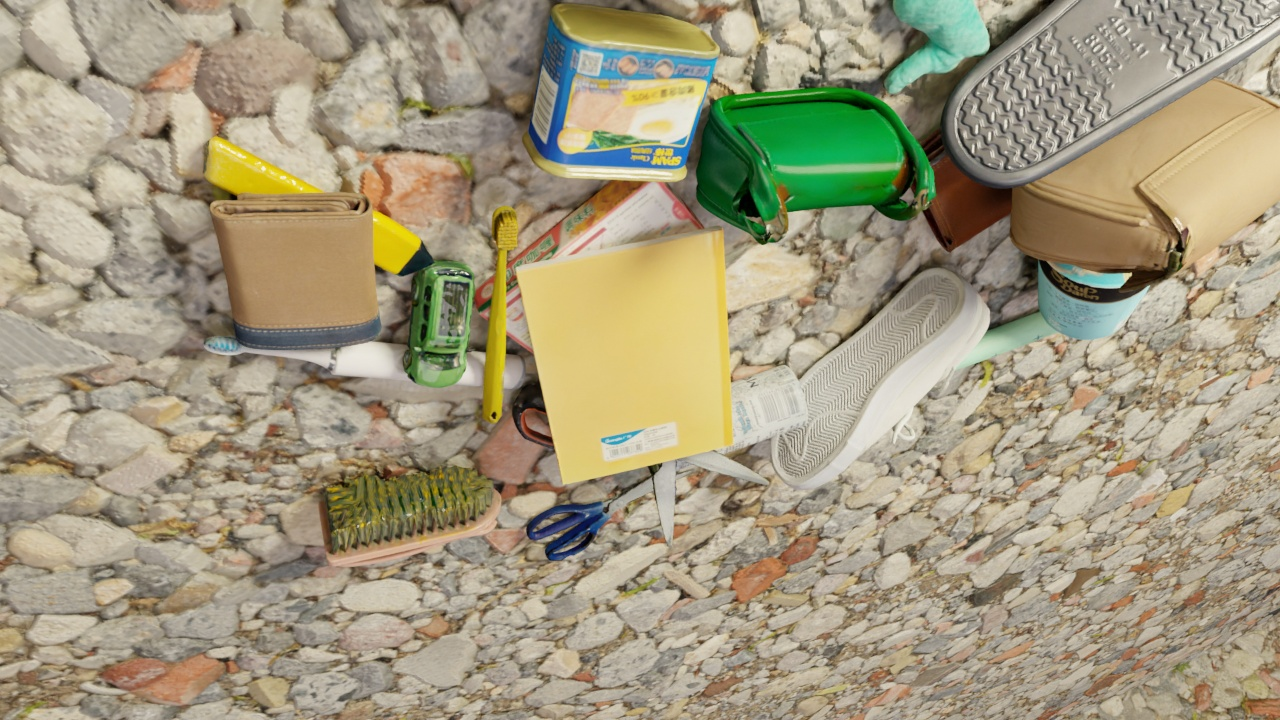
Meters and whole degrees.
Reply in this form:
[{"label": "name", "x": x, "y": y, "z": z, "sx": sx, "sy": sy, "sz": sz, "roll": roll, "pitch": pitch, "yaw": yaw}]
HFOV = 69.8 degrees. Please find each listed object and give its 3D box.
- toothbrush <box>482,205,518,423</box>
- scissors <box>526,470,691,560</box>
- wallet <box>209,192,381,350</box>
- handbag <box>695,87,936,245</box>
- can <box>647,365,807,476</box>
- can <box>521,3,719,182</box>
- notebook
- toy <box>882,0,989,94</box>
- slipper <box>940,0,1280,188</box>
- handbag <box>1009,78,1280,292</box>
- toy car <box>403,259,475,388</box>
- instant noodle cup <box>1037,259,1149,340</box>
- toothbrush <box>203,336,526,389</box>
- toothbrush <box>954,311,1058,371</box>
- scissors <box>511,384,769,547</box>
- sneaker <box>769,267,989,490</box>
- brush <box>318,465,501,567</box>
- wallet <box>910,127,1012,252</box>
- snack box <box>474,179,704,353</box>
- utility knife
[{"label": "toothbrush", "x": -0.097, "y": -0.023, "z": 0.631, "sx": 0.015, "sy": 0.016, "sz": 0.191, "roll": -6, "pitch": 136, "yaw": -19}, {"label": "scissors", "x": -0.028, "y": 0.148, "z": 0.896, "sx": 0.170, "sy": 0.012, "sz": 0.141, "roll": -6, "pitch": 135, "yaw": -22}, {"label": "wallet", "x": -0.206, "y": -0.053, "z": 0.558, "sx": 0.090, "sy": 0.033, "sz": 0.115, "roll": -3, "pitch": 144, "yaw": -15}, {"label": "handbag", "x": 0.107, "y": -0.122, "z": 0.590, "sx": 0.131, "sy": 0.120, "sz": 0.068, "roll": -8, "pitch": 131, "yaw": -17}, {"label": "can", "x": 0.070, "y": 0.053, "z": 0.806, "sx": 0.146, "sy": 0.058, "sz": 0.058, "roll": -18, "pitch": 139, "yaw": -7}, {"label": "can", "x": -0.012, "y": -0.157, "z": 0.543, "sx": 0.102, "sy": 0.057, "sz": 0.083, "roll": -3, "pitch": 132, "yaw": -25}, {"label": "notebook", "x": -0.004, "y": 0.004, "z": 0.679, "sx": 0.146, "sy": 0.010, "sz": 0.207, "roll": -13, "pitch": 129, "yaw": -6}, {"label": "toy", "x": 0.194, "y": -0.219, "z": 0.599, "sx": 0.097, "sy": 0.030, "sz": 0.092, "roll": -34, "pitch": 137, "yaw": 20}, {"label": "slipper", "x": 0.323, "y": -0.212, "z": 0.633, "sx": 0.268, "sy": 0.110, "sz": 0.083, "roll": -34, "pitch": 175, "yaw": 5}, {"label": "handbag", "x": 0.378, "y": -0.129, "z": 0.675, "sx": 0.204, "sy": 0.148, "sz": 0.100, "roll": -31, "pitch": 130, "yaw": -16}, {"label": "toy car", "x": -0.136, "y": -0.023, "z": 0.628, "sx": 0.043, "sy": 0.036, "sz": 0.091, "roll": -1, "pitch": 114, "yaw": -29}, {"label": "instant noodle cup", "x": 0.394, "y": -0.080, "z": 0.799, "sx": 0.111, "sy": 0.111, "sz": 0.120, "roll": -26, "pitch": 149, "yaw": 1}, {"label": "toothbrush", "x": -0.186, "y": -0.001, "z": 0.645, "sx": 0.220, "sy": 0.026, "sz": 0.026, "roll": 6, "pitch": 169, "yaw": -31}, {"label": "toothbrush", "x": 0.311, "y": -0.005, "z": 0.887, "sx": 0.224, "sy": 0.026, "sz": 0.027, "roll": -20, "pitch": 162, "yaw": -6}, {"label": "scissors", "x": 0.006, "y": 0.054, "z": 0.746, "sx": 0.221, "sy": 0.021, "sz": 0.235, "roll": 5, "pitch": 112, "yaw": -6}, {"label": "sneaker", "x": 0.218, "y": 0.025, "z": 0.835, "sx": 0.090, "sy": 0.089, "sz": 0.243, "roll": 22, "pitch": 115, "yaw": -46}, {"label": "brush", "x": -0.187, "y": 0.130, "z": 0.758, "sx": 0.145, "sy": 0.063, "sz": 0.073, "roll": -8, "pitch": 133, "yaw": -21}, {"label": "wallet", "x": 0.264, "y": -0.146, "z": 0.712, "sx": 0.101, "sy": 0.032, "sz": 0.124, "roll": -37, "pitch": 139, "yaw": 10}, {"label": "snack box", "x": -0.035, "y": -0.067, "z": 0.648, "sx": 0.156, "sy": 0.027, "sz": 0.077, "roll": -36, "pitch": 138, "yaw": 13}, {"label": "utility knife", "x": -0.191, "y": -0.090, "z": 0.556, "sx": 0.033, "sy": 0.015, "sz": 0.153, "roll": -46, "pitch": 135, "yaw": 16}]
